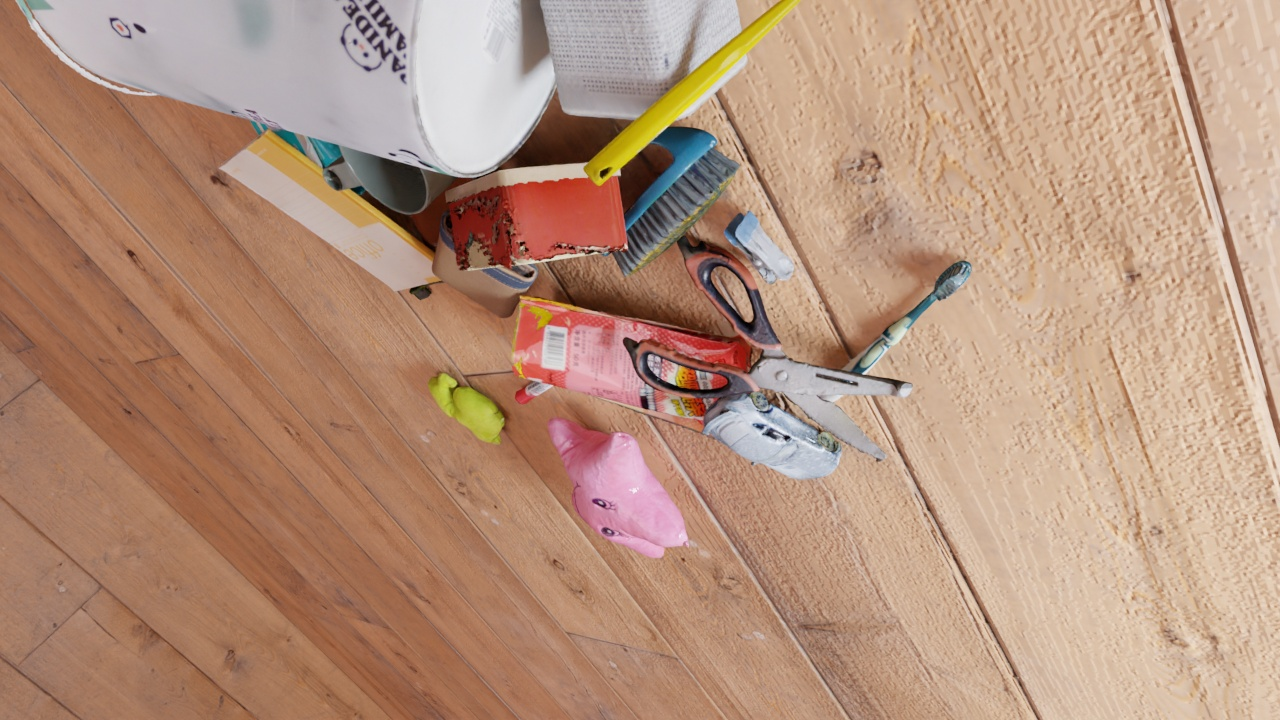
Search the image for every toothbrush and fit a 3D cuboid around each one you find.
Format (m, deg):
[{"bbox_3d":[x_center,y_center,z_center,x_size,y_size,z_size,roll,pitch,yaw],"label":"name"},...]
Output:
[{"bbox_3d":[0.046,-0.156,0.477,0.015,0.190,0.016,42,-164,-37],"label":"toothbrush"},{"bbox_3d":[-0.173,-0.081,0.884,0.186,0.012,0.017,-10,129,48],"label":"toothbrush"},{"bbox_3d":[0.170,-0.011,0.639,0.016,0.018,0.192,37,146,4],"label":"toothbrush"}]

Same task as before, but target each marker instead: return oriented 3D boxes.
[{"bbox_3d":[-0.090,0.018,0.917,0.017,0.017,0.146,46,145,-10],"label":"marker"}]

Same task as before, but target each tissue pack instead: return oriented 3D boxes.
[{"bbox_3d":[-0.300,-0.209,0.817,0.093,0.050,0.133,9,137,35],"label":"tissue pack"}]

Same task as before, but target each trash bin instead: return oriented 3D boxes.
[{"bbox_3d":[-0.186,-0.236,0.542,0.252,0.228,0.230,21,143,14],"label":"trash bin"}]

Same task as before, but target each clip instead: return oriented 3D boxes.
[{"bbox_3d":[0.084,-0.077,0.638,0.058,0.025,0.036,48,152,-23],"label":"clip"}]

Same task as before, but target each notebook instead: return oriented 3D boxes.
[{"bbox_3d":[-0.283,-0.133,0.863,0.206,0.010,0.146,38,156,-31],"label":"notebook"}]

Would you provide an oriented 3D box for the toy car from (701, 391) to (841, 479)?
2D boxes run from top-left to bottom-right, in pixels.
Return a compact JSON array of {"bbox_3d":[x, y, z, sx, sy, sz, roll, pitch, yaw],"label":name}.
[{"bbox_3d":[0.107,0.065,0.748,0.120,0.036,0.054,27,138,-17],"label":"toy car"}]

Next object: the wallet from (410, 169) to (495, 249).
[{"bbox_3d":[-0.161,-0.136,0.793,0.125,0.032,0.101,11,140,36],"label":"wallet"}]

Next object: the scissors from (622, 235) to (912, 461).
[{"bbox_3d":[0.085,-0.001,0.682,0.189,0.015,0.226,-29,91,32],"label":"scissors"}]

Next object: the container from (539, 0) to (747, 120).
[{"bbox_3d":[-0.002,-0.207,0.510,0.090,0.090,0.114,14,136,31],"label":"container"}]

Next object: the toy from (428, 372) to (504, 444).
[{"bbox_3d":[-0.198,0.054,1.047,0.100,0.031,0.097,12,136,35],"label":"toy"}]

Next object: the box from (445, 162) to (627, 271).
[{"bbox_3d":[-0.079,-0.092,0.654,0.168,0.091,0.078,-170,72,-65],"label":"box"}]

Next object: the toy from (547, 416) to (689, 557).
[{"bbox_3d":[-0.019,0.133,0.929,0.179,0.074,0.195,28,146,30],"label":"toy"}]

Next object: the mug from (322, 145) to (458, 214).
[{"bbox_3d":[-0.173,-0.172,0.695,0.124,0.103,0.084,1,132,44],"label":"mug"}]

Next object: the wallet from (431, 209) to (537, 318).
[{"bbox_3d":[-0.137,-0.080,0.794,0.090,0.033,0.115,32,158,-7],"label":"wallet"}]

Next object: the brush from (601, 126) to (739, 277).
[{"bbox_3d":[0.006,-0.115,0.637,0.073,0.055,0.144,46,146,-5],"label":"brush"}]

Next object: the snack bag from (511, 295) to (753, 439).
[{"bbox_3d":[-0.005,0.005,0.783,0.208,0.073,0.129,14,140,15],"label":"snack bag"}]
